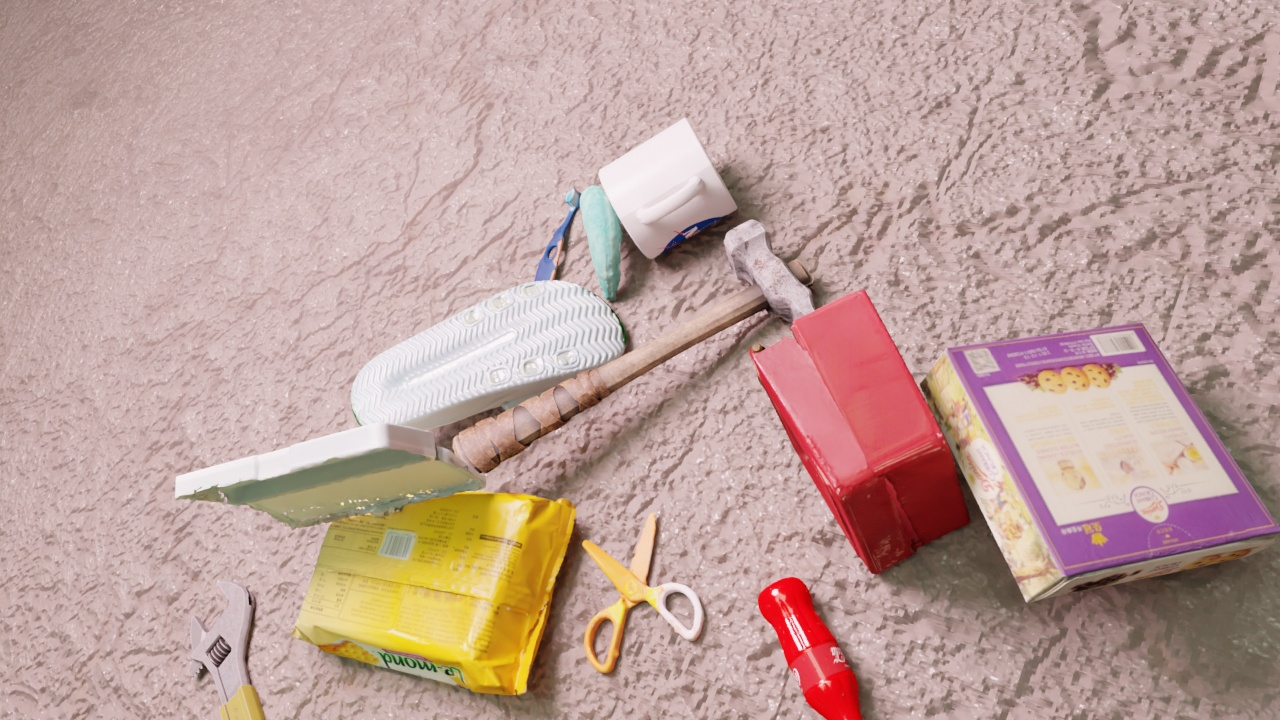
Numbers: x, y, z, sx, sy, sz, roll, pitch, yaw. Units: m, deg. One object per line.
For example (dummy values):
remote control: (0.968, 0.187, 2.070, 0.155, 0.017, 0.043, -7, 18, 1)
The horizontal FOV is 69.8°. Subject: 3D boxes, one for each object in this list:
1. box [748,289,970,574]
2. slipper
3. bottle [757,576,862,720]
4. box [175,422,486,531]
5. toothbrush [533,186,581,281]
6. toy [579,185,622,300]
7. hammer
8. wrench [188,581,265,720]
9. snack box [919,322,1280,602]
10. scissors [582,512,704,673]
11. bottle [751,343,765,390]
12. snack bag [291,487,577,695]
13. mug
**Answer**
box: (0.147, 0.050, 0.596, 0.093, 0.158, 0.129, -26, 56, 7)
slipper: (-0.133, 0.006, 0.814, 0.245, 0.074, 0.104, -21, 63, -4)
bottle: (0.117, 0.201, 0.602, 0.036, 0.036, 0.119, -33, 54, 8)
box: (-0.235, 0.090, 0.702, 0.197, 0.134, 0.040, -14, 68, 22)
toothbrush: (-0.082, -0.111, 0.894, 0.022, 0.017, 0.134, 4, 65, 32)
toy: (-0.035, -0.116, 0.835, 0.033, 0.085, 0.105, -8, 53, -10)
hammer: (-0.004, 0.004, 0.738, 0.318, 0.049, 0.121, -29, 58, -1)
wrench: (-0.343, 0.307, 0.799, 0.083, 0.018, 0.273, -43, 53, 1)
snack box: (0.258, 0.053, 0.527, 0.143, 0.041, 0.147, -6, 57, -15)
scissors: (0.000, 0.176, 0.694, 0.128, 0.011, 0.125, 4, 67, 28)
bottle: (0.101, 0.014, 0.670, 0.025, 0.106, 0.025, -13, 58, 21)
snack bag: (-0.172, 0.173, 0.751, 0.248, 0.068, 0.159, 1, 62, 29)
mug: (0.024, -0.146, 0.798, 0.090, 0.091, 0.121, -29, 17, 11)
